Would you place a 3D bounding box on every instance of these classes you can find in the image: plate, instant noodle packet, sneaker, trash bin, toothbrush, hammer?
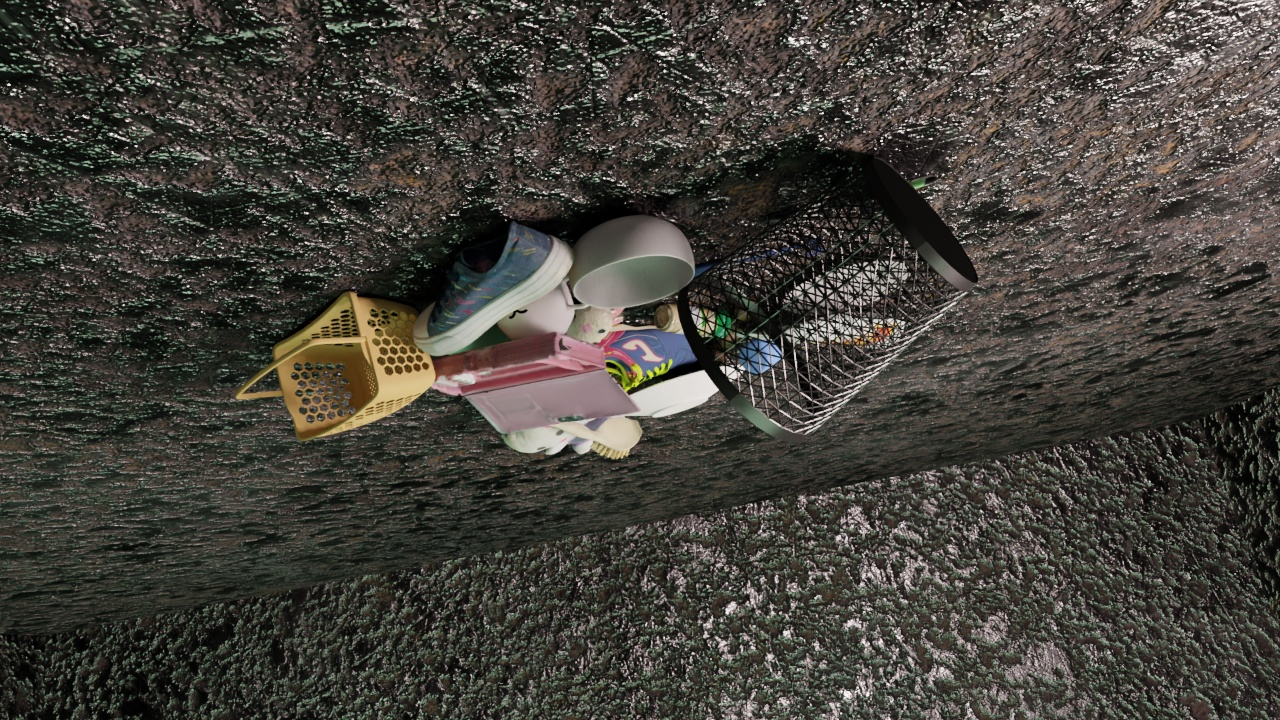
[{"bbox_3d":[0.057,0.060,1.421,0.229,0.030,0.229,-17,169,-3],"label":"plate"},{"bbox_3d":[0.273,-0.042,1.317,0.268,0.057,0.147,-3,173,-45],"label":"instant noodle packet"},{"bbox_3d":[0.275,-0.104,1.240,0.173,0.019,0.173,-10,162,-3],"label":"plate"},{"bbox_3d":[-0.007,0.007,1.291,0.241,0.091,0.117,4,155,-40],"label":"sneaker"},{"bbox_3d":[0.201,-0.070,0.968,0.244,0.216,0.216,-40,150,28],"label":"trash bin"},{"bbox_3d":[0.129,-0.119,1.108,0.190,0.017,0.016,-12,162,4],"label":"toothbrush"},{"bbox_3d":[-0.176,-0.082,0.973,0.236,0.087,0.079,-26,130,36],"label":"sneaker"},{"bbox_3d":[0.116,-0.019,1.388,0.120,0.033,0.331,-6,161,-11],"label":"hammer"},{"bbox_3d":[0.230,-0.175,1.005,0.188,0.014,0.017,-14,154,9],"label":"toothbrush"}]

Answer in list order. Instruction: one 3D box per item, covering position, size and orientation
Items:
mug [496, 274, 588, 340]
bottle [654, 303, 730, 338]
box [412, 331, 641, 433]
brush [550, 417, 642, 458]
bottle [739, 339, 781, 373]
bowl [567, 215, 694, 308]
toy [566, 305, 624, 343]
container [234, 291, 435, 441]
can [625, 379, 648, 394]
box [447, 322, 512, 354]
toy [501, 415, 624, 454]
[{"bbox_3d":[-0.106,-0.063,1.041,0.124,0.076,0.090,-18,161,20],"label":"mug"},{"bbox_3d":[0.070,-0.053,1.234,0.109,0.042,0.043,4,157,-37],"label":"bottle"},{"bbox_3d":[-0.136,0.024,1.095,0.233,0.055,0.180,-10,149,33],"label":"box"},{"bbox_3d":[-0.091,0.106,1.412,0.077,0.062,0.272,-48,148,14],"label":"brush"},{"bbox_3d":[0.196,-0.020,1.370,0.048,0.048,0.130,-24,-179,35],"label":"bottle"},{"bbox_3d":[-0.012,-0.111,0.971,0.132,0.064,0.132,-10,162,-3],"label":"bowl"},{"bbox_3d":[-0.067,-0.049,1.163,0.112,0.050,0.087,-10,163,-21],"label":"toy"},{"bbox_3d":[-0.351,0.013,1.047,0.184,0.129,0.166,-25,167,38],"label":"container"},{"bbox_3d":[-0.043,0.046,1.449,0.099,0.054,0.059,2,159,-33],"label":"can"},{"bbox_3d":[-0.187,-0.033,1.169,0.077,0.079,0.189,-48,-174,-35],"label":"box"},{"bbox_3d":[-0.127,0.096,1.501,0.138,0.085,0.209,-38,154,27],"label":"toy"}]
